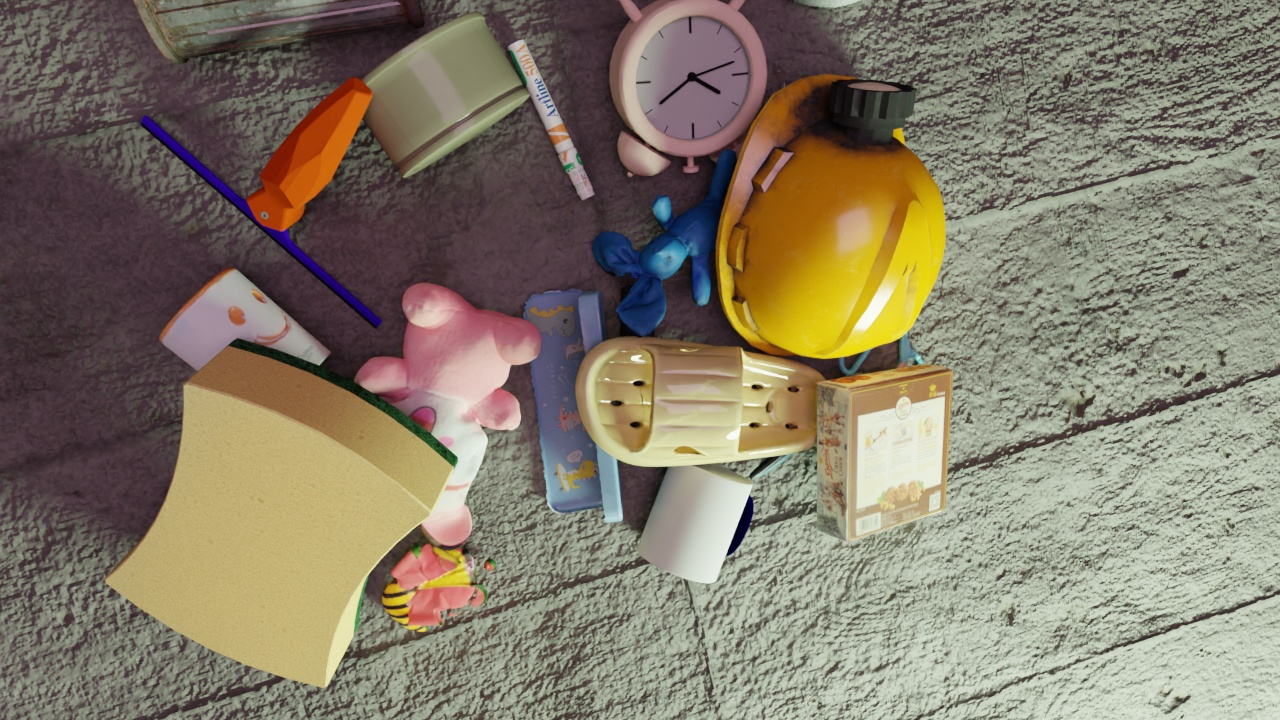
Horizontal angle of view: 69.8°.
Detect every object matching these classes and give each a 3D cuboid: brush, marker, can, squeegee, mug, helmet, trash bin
[{"bbox_3d":[-0.286,0.128,0.733,0.195,0.075,0.251,30,116,-9],"label":"brush"},{"bbox_3d":[-0.078,-0.211,0.811,0.017,0.017,0.145,-27,101,-7],"label":"marker"},{"bbox_3d":[-0.161,-0.212,0.739,0.127,0.128,0.073,-34,104,-5],"label":"can"},{"bbox_3d":[-0.266,-0.152,0.722,0.249,0.055,0.185,43,124,-13],"label":"squeegee"},{"bbox_3d":[-0.324,-0.012,0.756,0.105,0.082,0.082,44,88,-14],"label":"mug"},{"bbox_3d":[0.182,-0.100,0.774,0.204,0.131,0.256,-12,119,-27],"label":"helmet"},{"bbox_3d":[0.062,0.148,0.860,0.111,0.079,0.097,18,94,-41],"label":"mug"},{"bbox_3d":[-0.269,-0.309,0.705,0.211,0.131,0.131,-13,99,-8],"label":"trash bin"}]

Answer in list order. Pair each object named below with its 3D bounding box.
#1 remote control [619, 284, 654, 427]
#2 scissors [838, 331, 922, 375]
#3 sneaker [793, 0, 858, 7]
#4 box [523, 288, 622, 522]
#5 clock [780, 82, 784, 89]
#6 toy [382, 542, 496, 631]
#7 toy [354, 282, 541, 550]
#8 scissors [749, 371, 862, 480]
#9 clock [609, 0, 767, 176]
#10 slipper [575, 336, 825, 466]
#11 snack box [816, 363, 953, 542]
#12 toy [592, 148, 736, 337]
[{"bbox_3d":[-0.005,0.005,0.828,0.033,0.015,0.146,-4,80,31],"label":"remote control"},{"bbox_3d":[0.236,-0.027,0.895,0.119,0.015,0.138,-8,95,-18],"label":"scissors"},{"bbox_3d":[0.109,-0.376,0.789,0.235,0.087,0.089,11,95,-12],"label":"sneaker"},{"bbox_3d":[-0.062,0.042,0.826,0.079,0.072,0.210,-5,100,3],"label":"box"},{"bbox_3d":[0.182,-0.204,0.849,0.119,0.042,0.094,11,96,-12],"label":"clock"},{"bbox_3d":[-0.187,0.203,0.831,0.103,0.046,0.084,-39,116,1],"label":"toy"},{"bbox_3d":[-0.178,0.047,0.791,0.142,0.084,0.213,21,91,-12],"label":"toy"},{"bbox_3d":[0.154,0.064,0.890,0.131,0.019,0.149,12,93,-14],"label":"scissors"},{"bbox_3d":[0.039,-0.247,0.806,0.131,0.086,0.160,-8,108,-10],"label":"clock"},{"bbox_3d":[0.073,0.041,0.795,0.261,0.079,0.111,4,91,-28],"label":"slipper"},{"bbox_3d":[0.231,0.083,0.864,0.143,0.041,0.147,-9,103,-33],"label":"snack box"},{"bbox_3d":[0.028,-0.109,0.807,0.176,0.071,0.113,-45,70,-3],"label":"toy"}]
